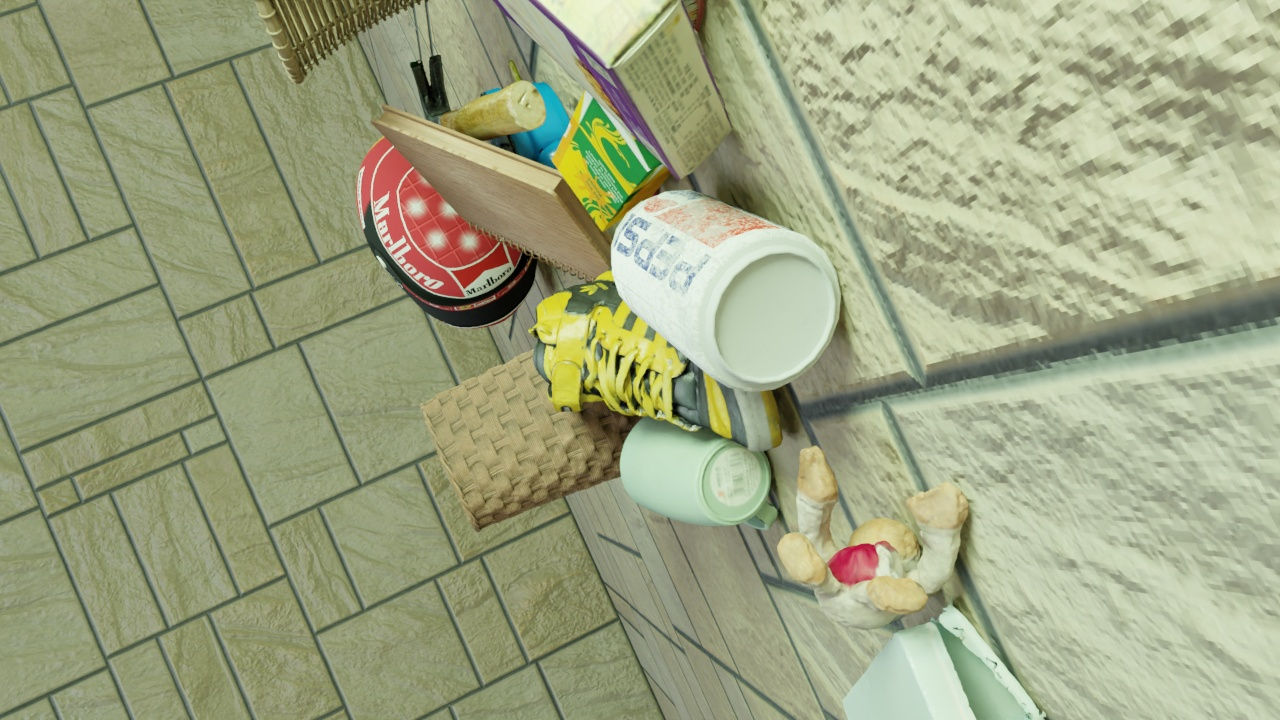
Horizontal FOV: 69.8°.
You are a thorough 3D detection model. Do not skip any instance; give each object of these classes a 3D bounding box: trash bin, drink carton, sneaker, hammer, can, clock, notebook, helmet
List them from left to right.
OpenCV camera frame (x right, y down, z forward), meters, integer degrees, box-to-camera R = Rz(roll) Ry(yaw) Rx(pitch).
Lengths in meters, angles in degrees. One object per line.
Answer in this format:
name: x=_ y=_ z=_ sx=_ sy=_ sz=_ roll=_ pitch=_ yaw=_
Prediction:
helmet: x=-0.234 y=-0.165 z=1.142 sx=0.271 sy=0.197 sz=0.225 roll=59 pitch=170 yaw=-10
hammer: x=-0.137 y=-0.201 z=0.765 sx=0.331 sy=0.033 sz=0.132 roll=25 pitch=134 yaw=66
notebook: x=-0.107 y=-0.129 z=0.767 sx=0.210 sy=0.022 sz=0.169 roll=27 pitch=167 yaw=31
clock: x=-0.087 y=-0.174 z=0.809 sx=0.161 sy=0.060 sz=0.117 roll=60 pitch=166 yaw=19
trash bin: x=-0.068 y=0.052 z=0.801 sx=0.151 sy=0.210 sz=0.151 roll=62 pitch=168 yaw=22
drink carton: x=-0.012 y=-0.128 z=0.559 sx=0.058 sy=0.041 sz=0.123 roll=54 pitch=161 yaw=-1
sneaker: x=-0.004 y=0.004 z=0.639 sx=0.238 sy=0.122 sz=0.086 roll=50 pitch=162 yaw=56
can: x=0.037 y=-0.042 z=0.476 sx=0.136 sy=0.078 sz=0.078 roll=44 pitch=155 yaw=61

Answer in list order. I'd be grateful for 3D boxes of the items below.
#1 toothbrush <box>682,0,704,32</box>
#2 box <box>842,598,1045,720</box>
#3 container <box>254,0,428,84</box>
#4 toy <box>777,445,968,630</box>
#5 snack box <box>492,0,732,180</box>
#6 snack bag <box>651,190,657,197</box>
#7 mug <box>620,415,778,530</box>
toothbrush: x=0.029 y=-0.190 z=0.381 sx=0.015 sy=0.015 sz=0.185 roll=57 pitch=165 yaw=11
box: x=0.152 y=0.197 z=0.510 sx=0.085 sy=0.070 sz=0.199 roll=39 pitch=159 yaw=24
container: x=-0.211 y=-0.347 z=0.675 sx=0.226 sy=0.196 sz=0.227 roll=61 pitch=167 yaw=23
toy: x=0.121 y=0.097 z=0.447 sx=0.085 sy=0.074 sz=0.106 roll=2 pitch=150 yaw=31
snack box: x=-0.031 y=-0.163 z=0.421 sx=0.148 sy=0.040 sz=0.143 roll=46 pitch=-174 yaw=13
snack bag: x=-0.010 y=-0.168 z=0.589 sx=0.070 sy=0.016 sz=0.197 roll=58 pitch=166 yaw=28
mug: x=0.054 y=0.090 z=0.687 sx=0.111 sy=0.084 sz=0.104 roll=41 pitch=165 yaw=-23
